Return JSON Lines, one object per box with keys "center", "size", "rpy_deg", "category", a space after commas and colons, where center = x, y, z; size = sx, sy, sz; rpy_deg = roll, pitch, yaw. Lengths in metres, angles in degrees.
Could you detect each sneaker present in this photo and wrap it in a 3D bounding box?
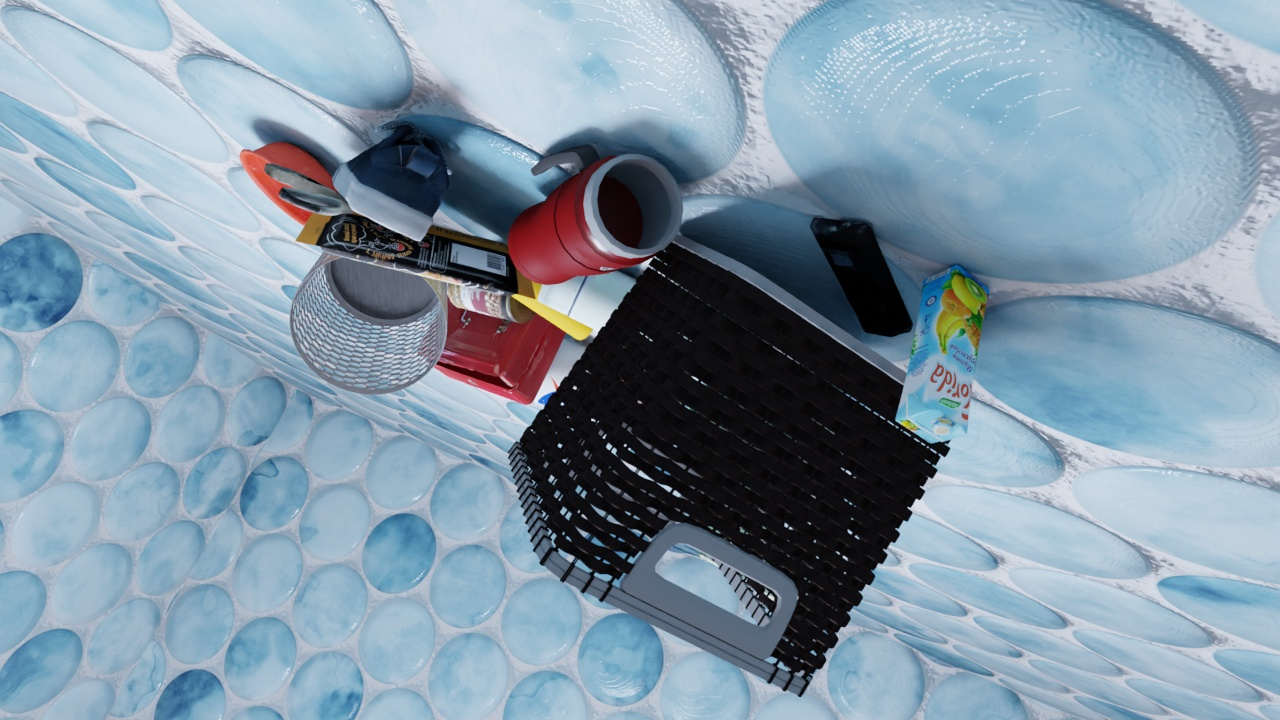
{"center": [-0.222, -0.175, 0.843], "size": [0.089, 0.087, 0.235], "rpy_deg": [24, -172, -26], "category": "sneaker"}

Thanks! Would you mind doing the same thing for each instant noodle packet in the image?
{"center": [-0.217, -0.112, 0.914], "size": [0.220, 0.032, 0.159], "rpy_deg": [13, -161, -16], "category": "instant noodle packet"}

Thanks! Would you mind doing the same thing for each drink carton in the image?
{"center": [0.212, -0.004, 0.640], "size": [0.044, 0.128, 0.039], "rpy_deg": [31, 150, -21], "category": "drink carton"}

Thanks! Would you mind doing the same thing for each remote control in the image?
{"center": [0.173, -0.060, 0.715], "size": [0.047, 0.022, 0.150], "rpy_deg": [14, 160, 35], "category": "remote control"}

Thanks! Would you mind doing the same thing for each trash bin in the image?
{"center": [-0.291, -0.072, 1.022], "size": [0.156, 0.157, 0.183], "rpy_deg": [31, -164, -21], "category": "trash bin"}

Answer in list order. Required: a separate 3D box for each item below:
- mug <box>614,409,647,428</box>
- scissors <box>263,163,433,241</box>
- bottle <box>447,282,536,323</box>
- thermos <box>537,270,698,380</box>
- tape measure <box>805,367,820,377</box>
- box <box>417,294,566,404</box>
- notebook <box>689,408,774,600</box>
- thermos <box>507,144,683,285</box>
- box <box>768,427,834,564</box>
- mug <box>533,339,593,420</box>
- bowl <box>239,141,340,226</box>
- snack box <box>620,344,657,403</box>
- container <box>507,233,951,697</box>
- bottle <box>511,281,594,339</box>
{"center": [-0.004, 0.042, 1.222], "size": [0.119, 0.084, 0.100], "rpy_deg": [50, 163, 29], "category": "mug"}
{"center": [-0.277, -0.145, 0.846], "size": [0.171, 0.013, 0.157], "rpy_deg": [26, -167, 5], "category": "scissors"}
{"center": [-0.177, -0.082, 1.106], "size": [0.105, 0.056, 0.056], "rpy_deg": [15, 161, 33], "category": "bottle"}
{"center": [0.009, -0.040, 0.943], "size": [0.230, 0.067, 0.068], "rpy_deg": [27, 164, -3], "category": "thermos"}
{"center": [0.170, 0.034, 0.987], "size": [0.059, 0.038, 0.058], "rpy_deg": [10, 158, 43], "category": "tape measure"}
{"center": [-0.188, -0.029, 1.169], "size": [0.158, 0.128, 0.087], "rpy_deg": [16, 166, 34], "category": "box"}
{"center": [0.122, 0.168, 1.168], "size": [0.010, 0.252, 0.182], "rpy_deg": [-28, 133, 28], "category": "notebook"}
{"center": [-0.049, -0.122, 0.765], "size": [0.199, 0.083, 0.108], "rpy_deg": [-5, 113, 64], "category": "thermos"}
{"center": [0.218, 0.192, 1.142], "size": [0.105, 0.187, 0.144], "rpy_deg": [25, 167, -4], "category": "box"}
{"center": [-0.094, 0.029, 1.236], "size": [0.090, 0.090, 0.121], "rpy_deg": [19, 157, -8], "category": "mug"}
{"center": [-0.385, -0.201, 1.036], "size": [0.130, 0.045, 0.131], "rpy_deg": [31, 158, 14], "category": "bowl"}
{"center": [-0.007, 0.006, 1.104], "size": [0.072, 0.072, 0.121], "rpy_deg": [21, 163, 15], "category": "snack box"}
{"center": [0.069, 0.066, 0.749], "size": [0.247, 0.244, 0.245], "rpy_deg": [31, -174, -19], "category": "container"}
{"center": [-0.114, -0.077, 1.048], "size": [0.143, 0.043, 0.043], "rpy_deg": [34, 162, -28], "category": "bottle"}
